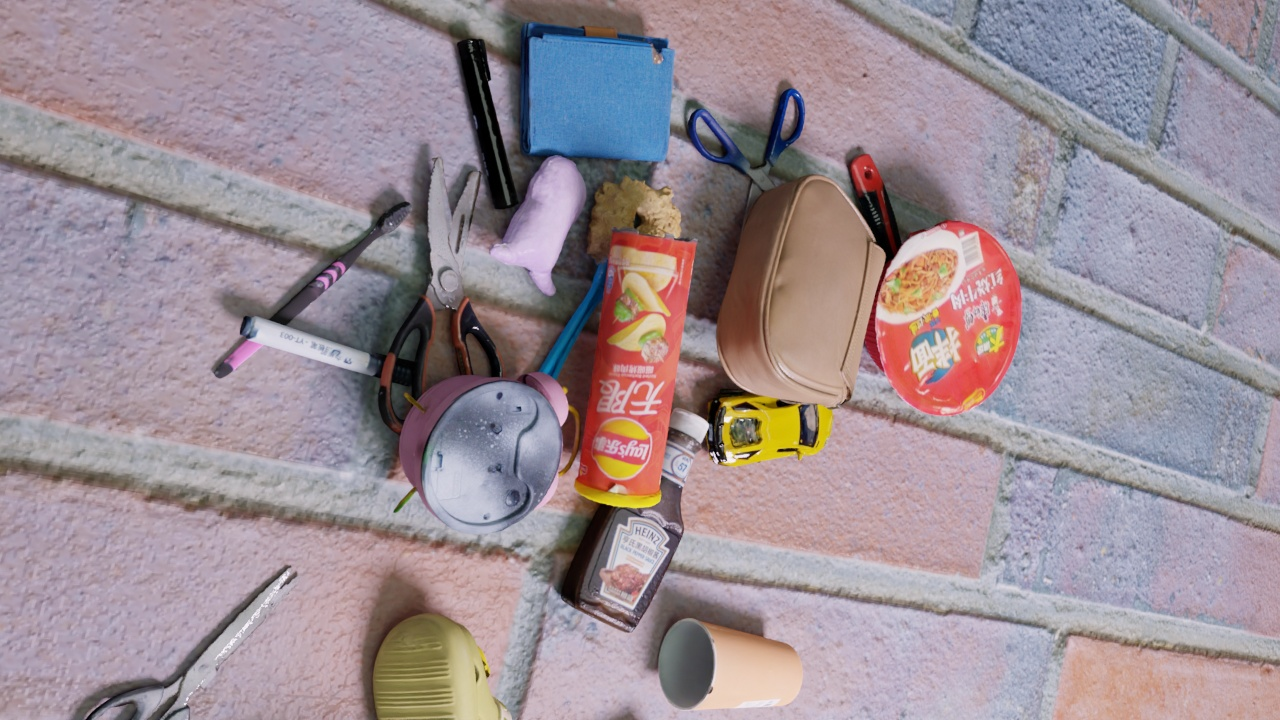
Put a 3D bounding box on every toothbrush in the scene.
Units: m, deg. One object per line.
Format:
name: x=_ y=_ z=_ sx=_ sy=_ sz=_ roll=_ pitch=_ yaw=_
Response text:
toothbrush: x=-0.236 y=-0.054 z=0.671 sx=0.189 sy=0.018 sz=0.014 roll=-47 pitch=114 yaw=-17

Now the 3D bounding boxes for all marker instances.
marker: x=-0.120 y=-0.186 z=0.725 sx=0.022 sy=0.020 sz=0.132 roll=-9 pitch=100 yaw=14
marker: x=-0.225 y=-0.007 z=0.673 sx=0.130 sy=0.018 sz=0.022 roll=22 pitch=73 yaw=-34

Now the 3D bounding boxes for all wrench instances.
wrench: x=0.277 y=-0.088 z=0.958 sx=0.056 sy=0.016 sz=0.273 roll=-38 pitch=110 yaw=-23

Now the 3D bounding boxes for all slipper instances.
slipper: x=-0.147 y=0.286 z=0.714 sx=0.081 sy=0.092 sz=0.190 roll=-7 pitch=89 yaw=-66

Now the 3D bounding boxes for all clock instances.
clock: x=-0.108 y=0.065 z=0.699 sx=0.158 sy=0.060 sz=0.117 roll=-1 pitch=103 yaw=-39

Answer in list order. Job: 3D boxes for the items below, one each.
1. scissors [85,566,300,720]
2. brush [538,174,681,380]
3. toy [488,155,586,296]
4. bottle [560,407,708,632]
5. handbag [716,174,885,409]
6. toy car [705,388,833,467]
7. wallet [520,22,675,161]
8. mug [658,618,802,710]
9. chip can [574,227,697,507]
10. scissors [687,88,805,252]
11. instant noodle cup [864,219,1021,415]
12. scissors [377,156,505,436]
scissors: x=-0.306 y=0.226 z=0.653 sx=0.174 sy=0.014 sz=0.137 roll=-12 pitch=98 yaw=-31
brush: x=-0.044 y=-0.045 z=0.771 sx=0.083 sy=0.046 sz=0.254 roll=33 pitch=81 yaw=-31
toy: x=-0.074 y=-0.113 z=0.744 sx=0.084 sy=0.039 sz=0.108 roll=40 pitch=67 yaw=-53
bottle: x=0.004 y=0.135 z=0.803 sx=0.080 sy=0.044 sz=0.194 roll=33 pitch=76 yaw=-24
handbag: x=0.143 y=-0.058 z=0.831 sx=0.147 sy=0.100 sz=0.204 roll=32 pitch=66 yaw=-30
toy car: x=0.126 y=0.060 z=0.869 sx=0.155 sy=0.041 sz=0.071 roll=-3 pitch=95 yaw=-31
wallet: x=-0.036 y=-0.221 z=0.761 sx=0.132 sy=0.040 sz=0.106 roll=-5 pitch=104 yaw=-29
mug: x=0.087 y=0.284 z=0.843 sx=0.122 sy=0.078 sz=0.078 roll=19 pitch=84 yaw=-33
chip can: x=-0.004 y=0.004 z=0.736 sx=0.073 sy=0.073 sz=0.216 roll=5 pitch=95 yaw=-30
scissors: x=0.107 y=-0.182 z=0.859 sx=0.162 sy=0.012 sz=0.172 roll=20 pitch=85 yaw=-31
instant noodle cup: x=0.293 y=-0.044 z=0.925 sx=0.193 sy=0.066 sz=0.194 roll=-4 pitch=98 yaw=-26
scissors: x=-0.146 y=-0.040 z=0.713 sx=0.195 sy=0.015 sz=0.215 roll=-49 pitch=121 yaw=-31
